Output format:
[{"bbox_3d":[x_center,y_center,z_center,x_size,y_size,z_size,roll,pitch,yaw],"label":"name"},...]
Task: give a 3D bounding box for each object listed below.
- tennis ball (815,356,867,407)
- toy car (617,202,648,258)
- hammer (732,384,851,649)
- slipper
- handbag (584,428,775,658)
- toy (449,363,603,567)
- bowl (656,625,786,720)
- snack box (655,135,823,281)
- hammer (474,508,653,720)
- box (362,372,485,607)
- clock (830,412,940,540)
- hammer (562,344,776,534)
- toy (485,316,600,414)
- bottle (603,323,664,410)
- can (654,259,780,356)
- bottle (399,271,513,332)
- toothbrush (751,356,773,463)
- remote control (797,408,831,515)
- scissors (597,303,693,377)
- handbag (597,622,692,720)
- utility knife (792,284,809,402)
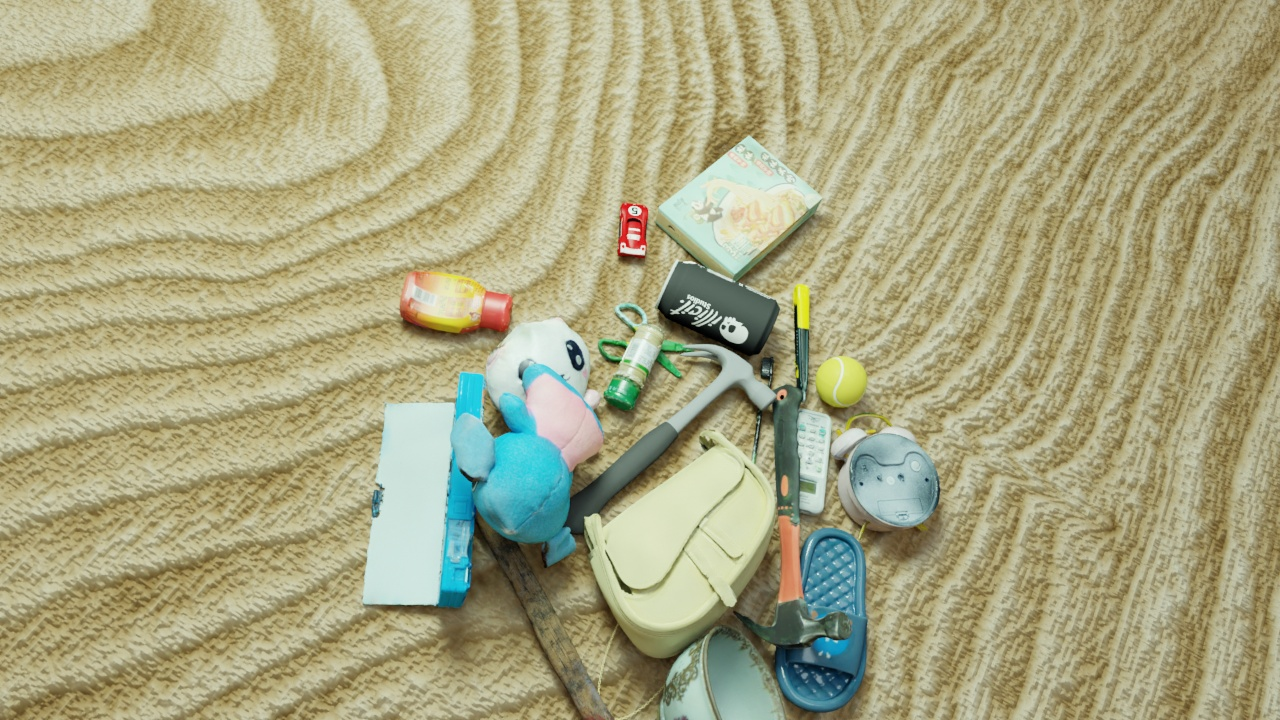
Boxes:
[{"bbox_3d":[0.256,0.027,1.168,0.065,0.065,0.065,4,65,-8],"label":"tennis ball"},{"bbox_3d":[-0.010,-0.176,1.239,0.038,0.025,0.089,6,64,-7],"label":"toy car"},{"bbox_3d":[0.174,0.171,1.075,0.033,0.133,0.332,35,46,-37],"label":"hammer"},{"bbox_3d":[0.217,0.291,1.043,0.104,0.059,0.213,18,62,-4],"label":"slipper"},{"bbox_3d":[0.053,0.195,1.012,0.232,0.089,0.191,-35,63,-18],"label":"handbag"},{"bbox_3d":[-0.104,0.114,0.985,0.099,0.224,0.190,-6,40,36],"label":"toy"},{"bbox_3d":[0.075,0.367,0.950,0.094,0.159,0.159,-29,68,22],"label":"bowl"},{"bbox_3d":[0.137,-0.208,1.269,0.141,0.044,0.193,43,66,13],"label":"snack box"},{"bbox_3d":[-0.104,0.300,0.995,0.120,0.033,0.330,-28,71,-13],"label":"hammer"},{"bbox_3d":[-0.238,0.141,1.009,0.113,0.114,0.243,6,64,-13],"label":"box"},{"bbox_3d":[0.295,0.136,1.125,0.116,0.059,0.157,-3,66,-16],"label":"clock"},{"bbox_3d":[0.019,0.094,1.110,0.310,0.030,0.125,-40,75,-20],"label":"hammer"},{"bbox_3d":[-0.109,0.041,1.088,0.138,0.102,0.179,-29,92,-34],"label":"toy"},{"bbox_3d":[-0.007,0.007,1.138,0.042,0.043,0.109,25,71,2],"label":"bottle"},{"bbox_3d":[0.099,-0.068,1.177,0.146,0.080,0.080,25,63,2],"label":"can"},{"bbox_3d":[-0.226,-0.070,1.138,0.134,0.049,0.071,10,64,-5],"label":"bottle"},{"bbox_3d":[0.148,0.077,1.156,0.017,0.014,0.187,9,63,9],"label":"toothbrush"},{"bbox_3d":[0.206,0.125,1.137,0.050,0.022,0.133,14,64,-4],"label":"remote control"},{"bbox_3d":[0.010,-0.029,1.182,0.131,0.012,0.112,5,67,-8],"label":"scissors"},{"bbox_3d":[0.010,0.313,1.016,0.084,0.027,0.177,31,68,7],"label":"handbag"},{"bbox_3d":[0.211,-0.022,1.204,0.020,0.029,0.173,5,64,-3],"label":"utility knife"}]
